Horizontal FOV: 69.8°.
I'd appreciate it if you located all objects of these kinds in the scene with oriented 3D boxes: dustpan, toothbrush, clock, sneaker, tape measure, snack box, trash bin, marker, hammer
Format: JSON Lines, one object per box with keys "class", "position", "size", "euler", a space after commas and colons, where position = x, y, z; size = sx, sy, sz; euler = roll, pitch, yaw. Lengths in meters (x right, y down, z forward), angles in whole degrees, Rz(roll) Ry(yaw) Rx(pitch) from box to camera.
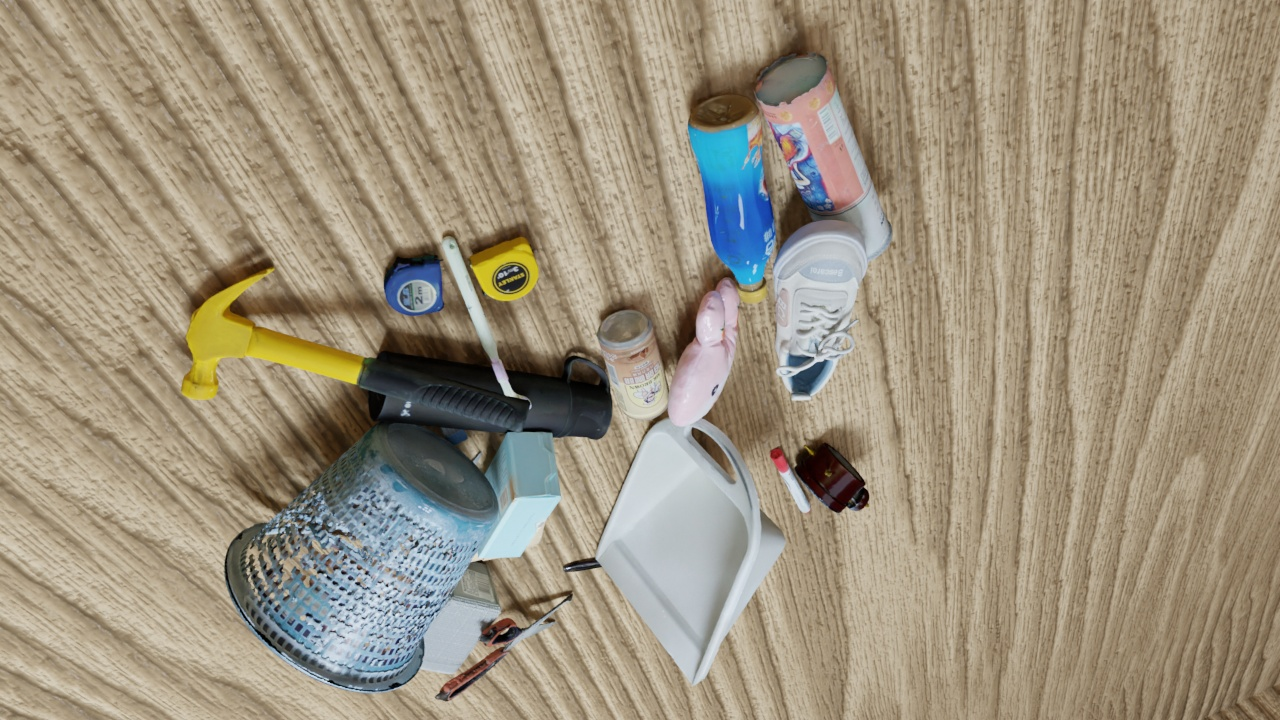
{"class": "dustpan", "position": [0.044, 0.196, 1.052], "size": [0.258, 0.222, 0.142], "euler": [-51, 142, 8]}
{"class": "toothbrush", "position": [-0.014, 0.261, 1.217], "size": [0.181, 0.018, 0.016], "euler": [-7, 137, -14]}
{"class": "clock", "position": [0.254, 0.156, 1.193], "size": [0.055, 0.082, 0.122], "euler": [-48, 128, 11]}
{"class": "sneaker", "position": [0.175, -0.040, 0.937], "size": [0.089, 0.090, 0.243], "euler": [5, 149, 5]}
{"class": "toothbrush", "position": [-0.147, -0.029, 0.865], "size": [0.029, 0.020, 0.190], "euler": [-31, 116, -27]}
{"class": "tape measure", "position": [-0.207, -0.069, 0.841], "size": [0.054, 0.025, 0.058], "euler": [-6, 127, -16]}
{"class": "snack box", "position": [-0.135, 0.146, 0.976], "size": [0.051, 0.074, 0.175], "euler": [3, 148, -23]}
{"class": "trash bin", "position": [-0.254, 0.175, 0.909], "size": [0.226, 0.226, 0.195], "euler": [33, 102, -40]}
{"class": "marker", "position": [0.201, 0.163, 1.220], "size": [0.017, 0.017, 0.145], "euler": [-30, 134, 3]}
{"class": "tape measure", "position": [-0.125, -0.086, 0.858], "size": [0.060, 0.029, 0.057], "euler": [-23, 133, -3]}
{"class": "hammer", "position": [-0.246, 0.009, 0.818], "size": [0.300, 0.033, 0.129], "euler": [17, 105, -11]}

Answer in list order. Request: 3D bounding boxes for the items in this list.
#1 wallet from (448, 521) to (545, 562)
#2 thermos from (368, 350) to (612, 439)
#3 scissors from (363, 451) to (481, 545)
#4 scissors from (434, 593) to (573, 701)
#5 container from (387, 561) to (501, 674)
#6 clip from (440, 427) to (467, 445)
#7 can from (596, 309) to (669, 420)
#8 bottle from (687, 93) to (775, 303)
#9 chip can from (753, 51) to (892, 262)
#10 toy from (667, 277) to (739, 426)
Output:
{"class": "wallet", "position": [-0.170, 0.204, 1.090], "size": [0.115, 0.024, 0.087], "euler": [-10, 131, -28]}
{"class": "thermos", "position": [-0.145, 0.029, 0.933], "size": [0.242, 0.068, 0.090], "euler": [8, 97, -30]}
{"class": "scissors", "position": [-0.231, 0.170, 1.049], "size": [0.159, 0.014, 0.181], "euler": [3, 125, -28]}
{"class": "scissors", "position": [-0.169, 0.359, 1.163], "size": [0.189, 0.015, 0.227], "euler": [-45, 159, -6]}
{"class": "container", "position": [-0.236, 0.303, 1.109], "size": [0.090, 0.090, 0.114], "euler": [25, 113, -38]}
{"class": "clip", "position": [-0.203, 0.061, 0.961], "size": [0.027, 0.043, 0.058], "euler": [-21, 130, -3]}
{"class": "can", "position": [-0.006, 0.006, 0.967], "size": [0.058, 0.058, 0.116], "euler": [-21, 134, -5]}
{"class": "bottle", "position": [0.093, -0.143, 0.876], "size": [0.065, 0.065, 0.219], "euler": [-21, 134, -5]}
{"class": "chip can", "position": [0.177, -0.185, 0.870], "size": [0.071, 0.071, 0.215], "euler": [-32, 134, 5]}
{"class": "toy", "position": [0.069, -0.006, 0.968], "size": [0.054, 0.121, 0.160], "euler": [20, 120, 15]}
